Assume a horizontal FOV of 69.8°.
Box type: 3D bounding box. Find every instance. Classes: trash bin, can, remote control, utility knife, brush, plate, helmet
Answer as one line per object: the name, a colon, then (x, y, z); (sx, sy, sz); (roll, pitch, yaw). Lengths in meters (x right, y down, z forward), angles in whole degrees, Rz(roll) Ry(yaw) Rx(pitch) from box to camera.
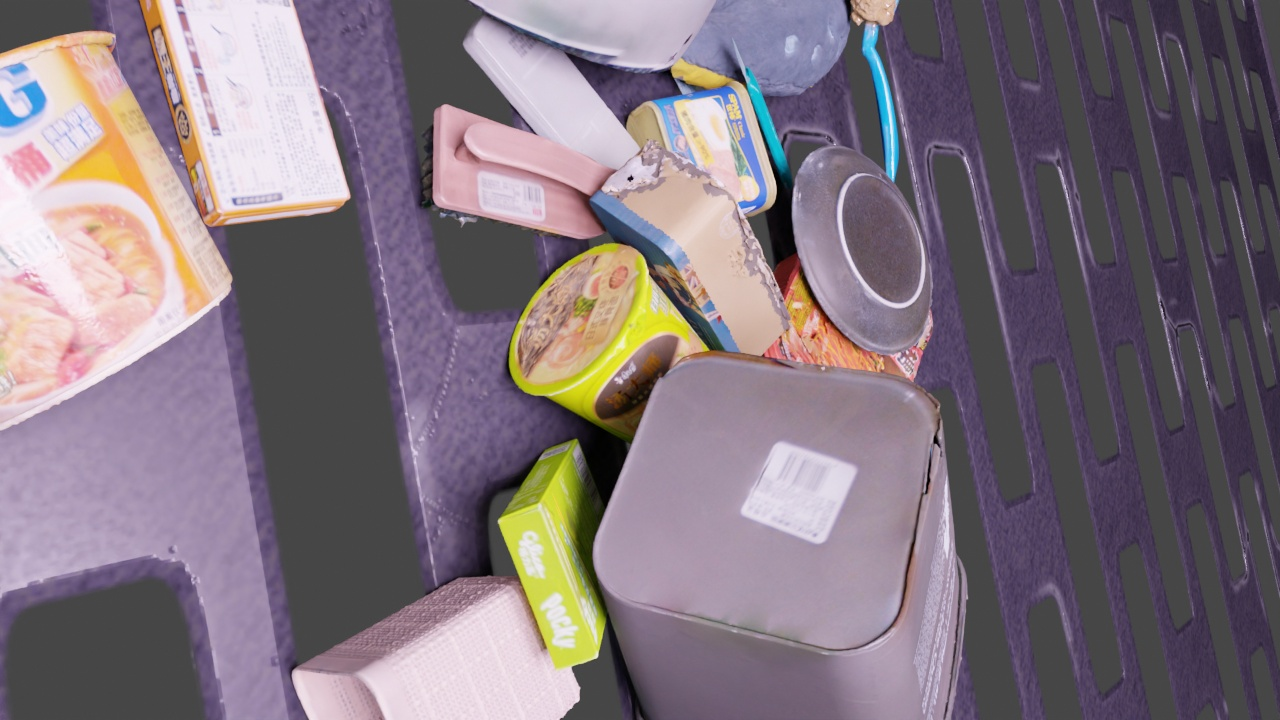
trash bin: (0.086, 0.124, 0.529); (0.220, 0.199, 0.198); (71, 34, -51)
can: (0.045, -0.152, 0.696); (0.083, 0.057, 0.102); (-19, 93, -28)
remote control: (-0.059, -0.181, 0.643); (0.150, 0.021, 0.058); (48, 54, -23)
utility knife: (0.100, -0.193, 0.742); (0.182, 0.013, 0.029); (51, 30, -55)
brush: (0.206, -0.249, 0.781); (0.083, 0.046, 0.255); (-57, 141, -64)
plate: (0.188, -0.094, 0.740); (0.179, 0.024, 0.179); (14, 67, -36)
brush: (-0.066, -0.115, 0.589); (0.145, 0.073, 0.063); (9, 74, -42)
helmet: (-0.018, -0.335, 0.593); (0.230, 0.157, 0.273); (18, 64, -21)

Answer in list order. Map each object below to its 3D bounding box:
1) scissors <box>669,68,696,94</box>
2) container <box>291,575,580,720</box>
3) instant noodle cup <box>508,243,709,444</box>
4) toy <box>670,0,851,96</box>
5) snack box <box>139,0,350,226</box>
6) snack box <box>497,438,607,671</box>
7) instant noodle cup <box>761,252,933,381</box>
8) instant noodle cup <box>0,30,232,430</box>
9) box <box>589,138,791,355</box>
scissors: (0.059, -0.194, 0.757); (0.073, 0.017, 0.137); (-20, 90, -41)
container: (-0.102, 0.174, 0.485); (0.110, 0.090, 0.090); (-27, 98, -45)
instant noodle cup: (-0.004, 0.004, 0.601); (0.123, 0.112, 0.111); (40, 57, -37)
toy: (0.112, -0.295, 0.779); (0.138, 0.092, 0.355); (45, 51, -2)
snack box: (-0.216, -0.153, 0.496); (0.075, 0.026, 0.153); (-17, 93, -43)
snack box: (-0.042, 0.103, 0.528); (0.156, 0.026, 0.086); (-71, 140, -82)
instant noodle cup: (0.159, -0.017, 0.761); (0.164, 0.079, 0.188); (44, 54, -25)
instant noodle cup: (-0.250, -0.047, 0.371); (0.151, 0.152, 0.111); (-45, 118, -38)
box: (0.040, -0.060, 0.619); (0.061, 0.090, 0.184); (-44, 141, -7)
